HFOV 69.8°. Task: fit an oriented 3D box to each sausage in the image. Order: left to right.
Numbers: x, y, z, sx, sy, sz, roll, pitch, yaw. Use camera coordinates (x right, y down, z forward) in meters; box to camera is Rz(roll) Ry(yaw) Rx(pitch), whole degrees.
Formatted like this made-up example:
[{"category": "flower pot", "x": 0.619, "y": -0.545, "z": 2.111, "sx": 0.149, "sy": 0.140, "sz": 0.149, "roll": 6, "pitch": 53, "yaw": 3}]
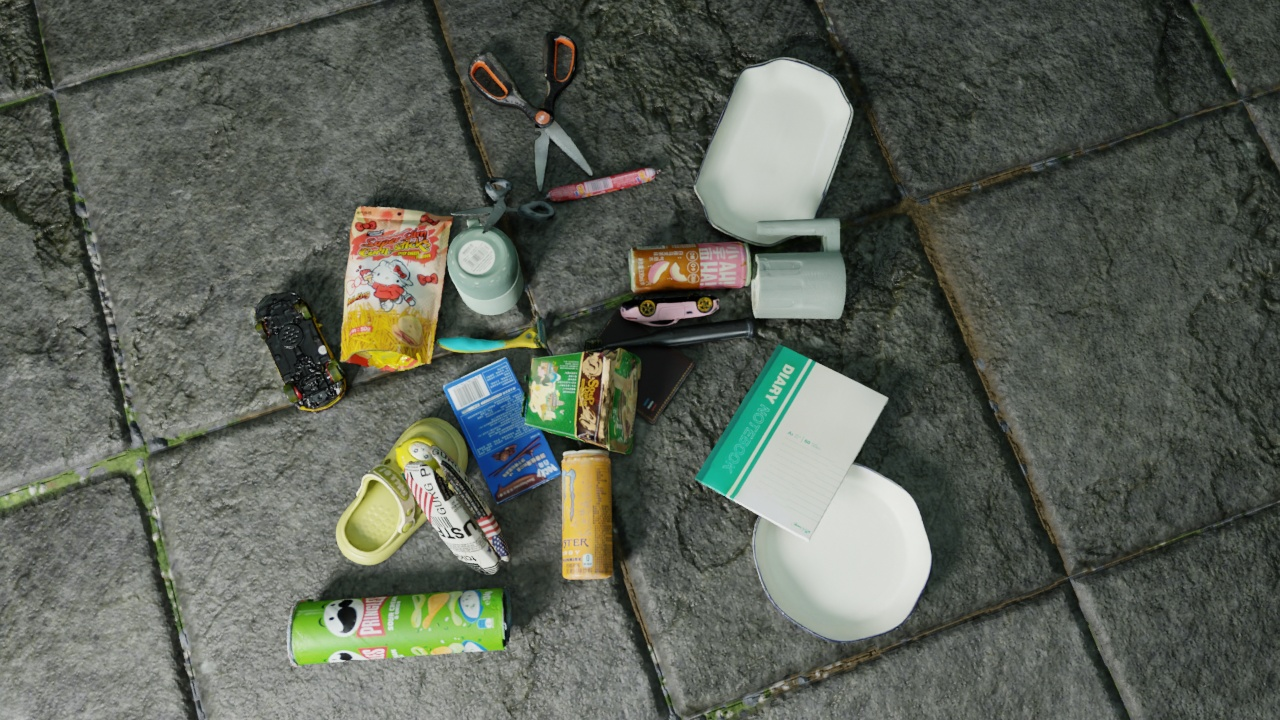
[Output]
[{"category": "sausage", "x": -0.048, "y": -0.225, "z": 1.176, "sx": 0.156, "sy": 0.020, "sz": 0.020, "roll": -14, "pitch": 78, "yaw": -5}]

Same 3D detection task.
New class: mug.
[{"category": "mug", "x": -0.189, "y": -0.122, "z": 1.103, "sx": 0.082, "sy": 0.106, "sz": 0.111, "roll": -14, "pitch": 77, "yaw": -5}, {"category": "mug", "x": 0.191, "y": -0.112, "z": 1.123, "sx": 0.103, "sy": 0.083, "sz": 0.124, "roll": -1, "pitch": 92, "yaw": -1}]

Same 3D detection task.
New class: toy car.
[{"category": "toy car", "x": -0.407, "y": -0.012, "z": 1.101, "sx": 0.071, "sy": 0.041, "sz": 0.156, "roll": -28, "pitch": 81, "yaw": -8}, {"category": "toy car", "x": 0.037, "y": -0.062, "z": 1.120, "sx": 0.122, "sy": 0.056, "sz": 0.037, "roll": -5, "pitch": 104, "yaw": -12}]

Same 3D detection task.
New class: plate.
[{"category": "plate", "x": 0.171, "y": -0.266, "z": 1.187, "sx": 0.162, "sy": 0.034, "sz": 0.265, "roll": 21, "pitch": 77, "yaw": 2}, {"category": "plate", "x": 0.232, "y": 0.222, "z": 1.072, "sx": 0.205, "sy": 0.045, "sz": 0.204, "roll": 1, "pitch": 78, "yaw": -3}]

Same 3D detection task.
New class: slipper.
[{"category": "slipper", "x": -0.275, "y": 0.151, "z": 1.051, "sx": 0.091, "sy": 0.082, "sz": 0.190, "roll": 37, "pitch": 81, "yaw": 4}]

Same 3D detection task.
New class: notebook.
[{"category": "notebook", "x": 0.180, "y": 0.092, "z": 1.084, "sx": 0.150, "sy": 0.012, "sz": 0.208, "roll": 27, "pitch": 66, "yaw": 17}]

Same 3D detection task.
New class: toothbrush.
[{"category": "toothbrush", "x": 0.035, "y": -0.029, "z": 1.112, "sx": 0.212, "sy": 0.027, "sz": 0.026, "roll": -7, "pitch": 49, "yaw": -14}]

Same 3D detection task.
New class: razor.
[{"category": "razor", "x": -0.181, "y": -0.025, "z": 1.120, "sx": 0.132, "sy": 0.028, "sz": 0.043, "roll": -6, "pitch": 54, "yaw": -7}]

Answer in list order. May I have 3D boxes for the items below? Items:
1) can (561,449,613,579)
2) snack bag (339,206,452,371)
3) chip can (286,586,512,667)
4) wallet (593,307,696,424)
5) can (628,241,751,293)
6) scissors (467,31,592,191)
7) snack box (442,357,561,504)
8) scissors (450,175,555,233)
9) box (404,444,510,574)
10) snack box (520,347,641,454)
[{"category": "can", "x": -0.062, "y": 0.179, "z": 1.063, "sx": 0.058, "sy": 0.058, "sz": 0.146, "roll": -1, "pitch": 77, "yaw": -3}, {"category": "snack bag", "x": -0.301, "y": -0.092, "z": 1.121, "sx": 0.128, "sy": 0.073, "sz": 0.207, "roll": 1, "pitch": 70, "yaw": -1}, {"category": "chip can", "x": -0.264, "y": 0.295, "z": 1.022, "sx": 0.236, "sy": 0.072, "sz": 0.072, "roll": -3, "pitch": 77, "yaw": -3}, {"category": "wallet", "x": -0.007, "y": 0.007, "z": 1.126, "sx": 0.122, "sy": 0.020, "sz": 0.096, "roll": 35, "pitch": 78, "yaw": 8}, {"category": "can", "x": 0.060, "y": -0.115, "z": 1.135, "sx": 0.147, "sy": 0.058, "sz": 0.058, "roll": -3, "pitch": 77, "yaw": -3}, {"category": "scissors", "x": -0.130, "y": -0.337, "z": 1.198, "sx": 0.221, "sy": 0.022, "sz": 0.223, "roll": 31, "pitch": 77, "yaw": 5}, {"category": "snack box", "x": -0.165, "y": 0.084, "z": 1.097, "sx": 0.084, "sy": 0.026, "sz": 0.157, "roll": -25, "pitch": 79, "yaw": -7}, {"category": "scissors", "x": -0.166, "y": -0.186, "z": 1.109, "sx": 0.171, "sy": 0.014, "sz": 0.159, "roll": 9, "pitch": 32, "yaw": -36}, {"category": "box", "x": -0.192, "y": 0.163, "z": 1.029, "sx": 0.079, "sy": 0.074, "sz": 0.163, "roll": -42, "pitch": 113, "yaw": -36}, {"category": "snack box", "x": -0.068, "y": 0.043, "z": 1.069, "sx": 0.106, "sy": 0.117, "sz": 0.118, "roll": 4, "pitch": 82, "yaw": 19}]
